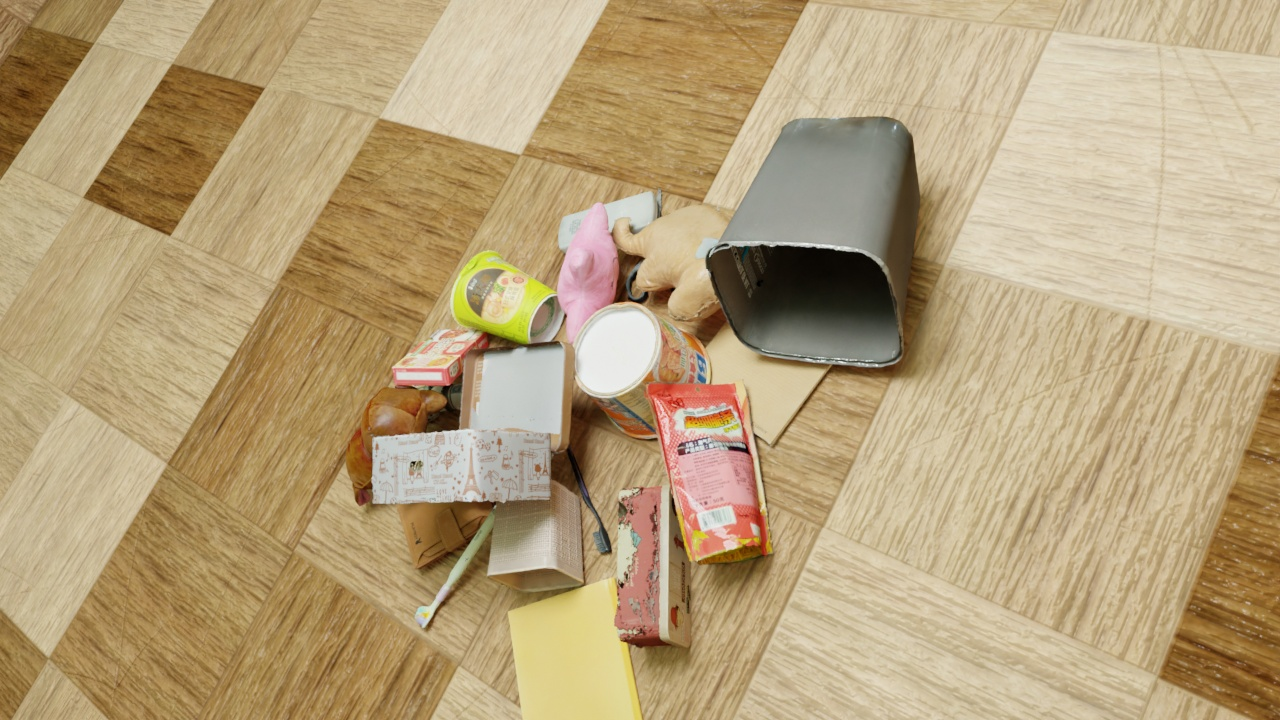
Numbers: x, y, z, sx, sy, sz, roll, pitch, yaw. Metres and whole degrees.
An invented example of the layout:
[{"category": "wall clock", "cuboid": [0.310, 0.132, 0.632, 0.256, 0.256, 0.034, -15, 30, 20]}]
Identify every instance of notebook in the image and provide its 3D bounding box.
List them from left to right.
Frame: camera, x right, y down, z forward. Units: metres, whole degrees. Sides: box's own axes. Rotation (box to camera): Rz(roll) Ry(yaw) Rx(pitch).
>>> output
[{"category": "notebook", "cuboid": [-0.074, 0.365, 1.038, 0.146, 0.010, 0.206, -22, 60, 15]}, {"category": "notebook", "cuboid": [0.162, -0.020, 1.098, 0.149, 0.012, 0.211, 35, 85, 35]}]

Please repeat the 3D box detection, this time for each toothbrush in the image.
[{"category": "toothbrush", "cuboid": [-0.222, 0.252, 1.127, 0.190, 0.020, 0.029, -54, 45, 12]}, {"category": "toothbrush", "cuboid": [-0.073, 0.155, 1.130, 0.017, 0.014, 0.189, -37, 56, 19]}]

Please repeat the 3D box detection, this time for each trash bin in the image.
[{"category": "trash bin", "cuboid": [0.207, -0.138, 1.017, 0.199, 0.199, 0.219, 6, 57, 27]}]

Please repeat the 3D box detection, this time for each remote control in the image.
[{"category": "remote control", "cuboid": [-0.045, -0.187, 1.261, 0.150, 0.021, 0.058, -11, 60, 27]}]

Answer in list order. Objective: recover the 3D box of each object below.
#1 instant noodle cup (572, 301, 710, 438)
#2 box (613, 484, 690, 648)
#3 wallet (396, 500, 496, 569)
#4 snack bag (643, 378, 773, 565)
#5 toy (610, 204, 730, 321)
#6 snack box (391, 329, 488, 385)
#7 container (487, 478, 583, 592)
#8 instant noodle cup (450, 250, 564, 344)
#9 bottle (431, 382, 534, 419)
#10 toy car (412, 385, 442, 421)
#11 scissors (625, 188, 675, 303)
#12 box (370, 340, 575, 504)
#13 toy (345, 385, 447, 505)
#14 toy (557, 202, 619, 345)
[{"category": "instant noodle cup", "cuboid": [-0.007, 0.006, 1.100, 0.152, 0.111, 0.151, -13, 62, 25]}, {"category": "box", "cuboid": [0.007, 0.227, 1.012, 0.077, 0.091, 0.168, -8, 64, 18]}, {"category": "wallet", "cuboid": [-0.249, 0.196, 1.187, 0.132, 0.031, 0.107, -33, 56, 10]}, {"category": "snack bag", "cuboid": [0.080, 0.118, 1.018, 0.073, 0.128, 0.207, 133, 131, -55]}, {"category": "toy", "cuboid": [0.051, -0.137, 1.145, 0.143, 0.082, 0.226, -39, 42, -5]}, {"category": "snack box", "cuboid": [-0.262, -0.006, 1.218, 0.075, 0.152, 0.025, 0, 111, 11]}, {"category": "container", "cuboid": [-0.121, 0.207, 1.086, 0.090, 0.090, 0.110, -12, 60, 21]}, {"category": "instant noodle cup", "cuboid": [-0.171, -0.075, 1.231, 0.123, 0.111, 0.111, 24, 80, 24]}, {"category": "bottle", "cuboid": [-0.191, 0.043, 1.214, 0.195, 0.044, 0.080, -6, 84, 24]}, {"category": "toy car", "cuboid": [-0.298, 0.041, 1.276, 0.042, 0.035, 0.090, -12, 65, 22]}, {"category": "scissors", "cuboid": [0.021, -0.152, 1.226, 0.165, 0.014, 0.163, 30, 80, 34]}, {"category": "box", "cuboid": [-0.194, 0.070, 1.047, 0.181, 0.157, 0.205, -4, 78, 38]}, {"category": "toy", "cuboid": [-0.321, 0.110, 1.200, 0.200, 0.130, 0.139, -38, 32, 42]}, {"category": "toy", "cuboid": [-0.065, -0.098, 1.171, 0.074, 0.179, 0.194, 6, 33, 4]}]
